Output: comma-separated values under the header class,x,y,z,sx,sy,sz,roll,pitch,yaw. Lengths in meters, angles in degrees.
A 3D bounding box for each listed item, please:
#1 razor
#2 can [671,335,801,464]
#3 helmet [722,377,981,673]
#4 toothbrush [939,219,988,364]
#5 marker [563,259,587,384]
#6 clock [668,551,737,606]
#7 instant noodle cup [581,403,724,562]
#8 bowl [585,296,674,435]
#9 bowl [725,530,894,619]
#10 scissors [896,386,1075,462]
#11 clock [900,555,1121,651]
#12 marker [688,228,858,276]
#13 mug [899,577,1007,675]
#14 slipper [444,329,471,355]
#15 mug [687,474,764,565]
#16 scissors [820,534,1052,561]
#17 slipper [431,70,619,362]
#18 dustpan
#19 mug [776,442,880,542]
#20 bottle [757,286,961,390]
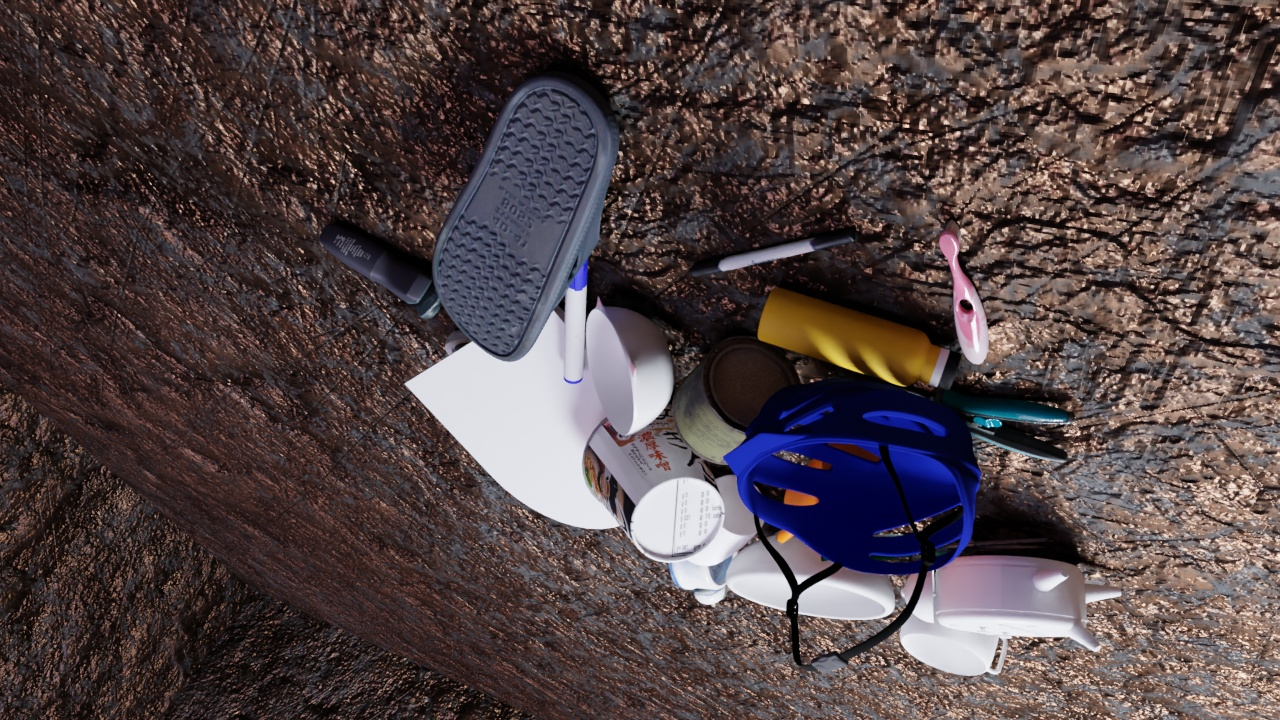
class,x,y,z,sx,sy,sz,roll,pitch,yaw
razor,-0.256,-0.093,0.913,0.143,0.047,0.052,31,174,2
can,0.081,0.034,0.775,0.090,0.089,0.075,31,149,-4
helmet,0.165,0.121,0.664,0.241,0.227,0.148,24,138,-27
toothbrush,0.219,-0.043,0.621,0.022,0.016,0.135,7,146,34
marker,-0.058,-0.035,0.822,0.020,0.020,0.142,20,135,15
clock,0.079,0.234,1.081,0.052,0.088,0.125,-2,137,32
instant noodle cup,0.018,0.118,0.854,0.123,0.123,0.121,45,-176,-25
bowl,-0.005,0.005,0.810,0.115,0.050,0.114,165,90,-71
bowl,0.183,0.223,0.981,0.176,0.066,0.177,10,156,5
scissors,0.265,0.045,0.710,0.126,0.019,0.155,39,150,-14
clock,0.330,0.222,0.829,0.125,0.072,0.161,21,155,-37
marker,0.093,-0.078,0.675,0.152,0.011,0.011,-8,134,45
mug,0.334,0.283,0.960,0.115,0.067,0.094,32,150,-5
slipper,-0.122,0.067,1.024,0.111,0.063,0.264,-5,134,44
mug,0.070,0.161,0.985,0.114,0.080,0.088,32,144,-6
scissors,0.282,0.174,0.869,0.210,0.015,0.137,-6,173,17
slipper,-0.083,-0.113,0.716,0.110,0.083,0.269,36,132,4
dustpan,-0.083,0.063,0.951,0.192,0.053,0.258,-28,112,27
mug,0.168,0.126,0.823,0.077,0.112,0.096,54,154,16
bottle,0.162,-0.014,0.681,0.144,0.043,0.043,19,149,16
